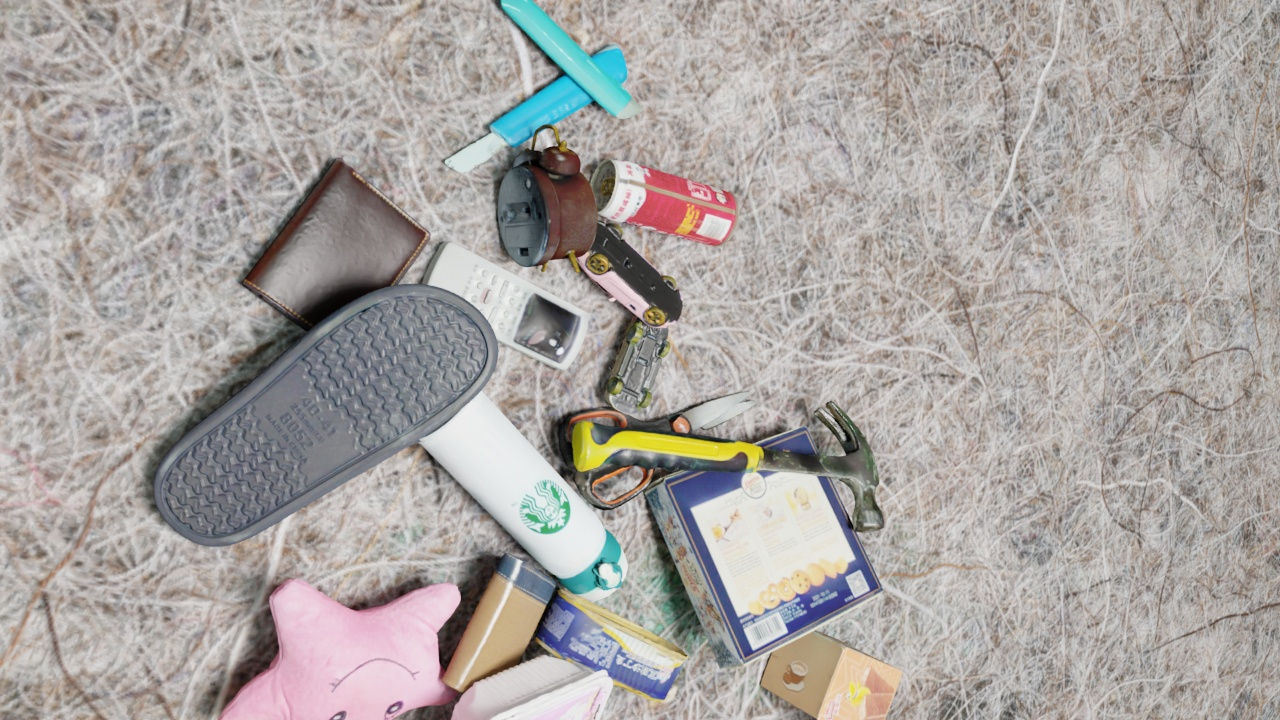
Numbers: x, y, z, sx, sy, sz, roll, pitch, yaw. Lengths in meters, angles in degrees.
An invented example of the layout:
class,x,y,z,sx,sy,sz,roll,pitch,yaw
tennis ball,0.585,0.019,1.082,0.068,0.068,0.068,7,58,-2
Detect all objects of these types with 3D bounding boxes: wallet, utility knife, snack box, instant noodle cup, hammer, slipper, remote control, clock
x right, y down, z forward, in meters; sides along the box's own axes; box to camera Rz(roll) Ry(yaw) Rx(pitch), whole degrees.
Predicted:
class,x,y,z,sx,sy,sz,roll,pitch,yaw
wallet,-0.117,0.226,0.775,0.115,0.033,0.090,-65,155,-17
utility knife,-0.085,-0.212,0.782,0.193,0.018,0.034,-39,102,-22
snack box,0.199,0.332,0.959,0.094,0.093,0.077,29,80,-30
utility knife,-0.084,-0.280,0.768,0.223,0.013,0.029,41,74,-19
instant noodle cup,-0.108,0.320,0.758,0.137,0.060,0.174,-8,125,-43
snack box,0.121,0.174,0.883,0.177,0.046,0.182,-16,75,-29
hammer,0.089,0.088,0.852,0.322,0.032,0.126,9,63,-26
slipper,-0.234,0.033,0.691,0.268,0.083,0.111,-35,103,-5
remote control,-0.113,-0.044,0.780,0.150,0.021,0.058,26,81,-29
clock,-0.078,-0.133,0.758,0.055,0.082,0.122,-10,101,-34
wallet,-0.231,-0.079,0.709,0.096,0.020,0.122,41,73,-32

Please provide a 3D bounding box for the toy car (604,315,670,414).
class,x,y,z,sx,sy,sz,roll,pitch,yaw
toy car,-0.005,0.005,0.840,0.042,0.035,0.090,25,78,-29

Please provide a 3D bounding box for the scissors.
class,x,y,z,sx,sy,sz,roll,pitch,yaw
scissors,0.020,0.054,0.864,0.143,0.022,0.234,47,53,-2

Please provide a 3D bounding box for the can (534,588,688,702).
class,x,y,z,sx,sy,sz,roll,pitch,yaw
can,-0.025,0.259,0.831,0.148,0.075,0.049,34,80,-29

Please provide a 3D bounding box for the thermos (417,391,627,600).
class,x,y,z,sx,sy,sz,roll,pitch,yaw
thermos,-0.093,0.118,0.777,0.073,0.073,0.224,-47,115,-19

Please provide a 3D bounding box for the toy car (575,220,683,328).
class,x,y,z,sx,sy,sz,roll,pitch,yaw
toy car,-0.012,-0.074,0.821,0.122,0.037,0.056,41,44,-21

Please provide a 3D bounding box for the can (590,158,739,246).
class,x,y,z,sx,sy,sz,roll,pitch,yaw
can,0.022,-0.142,0.832,0.132,0.053,0.053,9,90,-31

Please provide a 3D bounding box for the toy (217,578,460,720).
class,x,y,z,sx,sy,sz,roll,pitch,yaw
toy,-0.220,0.252,0.714,0.194,0.075,0.178,16,98,-42
